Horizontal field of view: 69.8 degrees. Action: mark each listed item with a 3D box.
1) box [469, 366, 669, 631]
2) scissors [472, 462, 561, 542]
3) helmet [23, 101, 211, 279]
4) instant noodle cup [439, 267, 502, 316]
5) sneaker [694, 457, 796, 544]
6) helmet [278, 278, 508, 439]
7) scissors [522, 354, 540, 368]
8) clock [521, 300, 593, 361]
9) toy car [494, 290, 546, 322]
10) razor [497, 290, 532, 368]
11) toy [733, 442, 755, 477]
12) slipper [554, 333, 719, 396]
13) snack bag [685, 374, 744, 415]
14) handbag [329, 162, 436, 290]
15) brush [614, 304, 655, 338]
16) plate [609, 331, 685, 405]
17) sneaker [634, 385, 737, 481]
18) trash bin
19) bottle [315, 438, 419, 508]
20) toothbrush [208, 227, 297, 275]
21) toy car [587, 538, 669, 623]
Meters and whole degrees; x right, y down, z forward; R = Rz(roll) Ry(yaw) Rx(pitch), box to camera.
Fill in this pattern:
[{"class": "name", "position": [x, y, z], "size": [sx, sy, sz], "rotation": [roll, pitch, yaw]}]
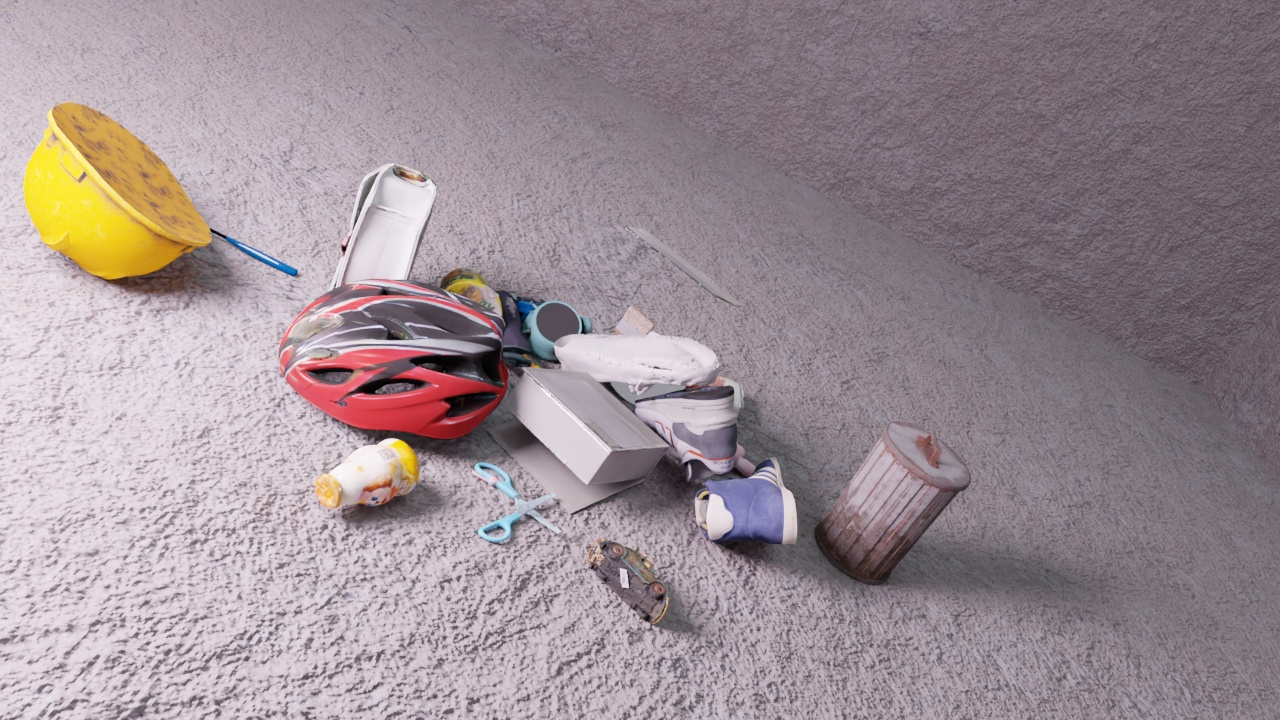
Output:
[{"class": "box", "position": [-0.135, 0.202, 1.244], "size": [0.169, 0.405, 0.171], "rotation": [41, 29, 23]}, {"class": "scissors", "position": [-0.153, 0.166, 1.058], "size": [0.135, 0.015, 0.135], "rotation": [29, 29, 19]}, {"class": "helmet", "position": [-0.631, -0.177, 1.072], "size": [0.255, 0.131, 0.205], "rotation": [47, 1, 43]}, {"class": "instant noodle cup", "position": [-0.252, -0.085, 1.322], "size": [0.102, 0.102, 0.108], "rotation": [17, 20, -22]}, {"class": "sneaker", "position": [0.131, 0.190, 1.224], "size": [0.118, 0.091, 0.233], "rotation": [-2, 10, 1]}, {"class": "helmet", "position": [-0.292, -0.009, 1.100], "size": [0.272, 0.167, 0.217], "rotation": [10, 27, -9]}, {"class": "scissors", "position": [-0.156, 0.015, 1.322], "size": [0.130, 0.013, 0.070], "rotation": [42, 28, 23]}, {"class": "clock", "position": [-0.117, -0.039, 1.377], "size": [0.124, 0.053, 0.089], "rotation": [23, 63, -12]}, {"class": "toy car", "position": [-0.181, -0.080, 1.419], "size": [0.120, 0.043, 0.056], "rotation": [11, 0, -26]}, {"class": "razor", "position": [-0.188, -0.046, 1.326], "size": [0.047, 0.052, 0.142], "rotation": [19, 42, -38]}, {"class": "toy", "position": [0.124, 0.134, 1.340], "size": [0.110, 0.047, 0.063], "rotation": [30, 12, -37]}, {"class": "slipper", "position": [-0.008, 0.008, 1.279], "size": [0.247, 0.075, 0.112], "rotation": [3, 38, 26]}, {"class": "snack bag", "position": [0.062, 0.024, 1.481], "size": [0.225, 0.041, 0.077], "rotation": [25, 27, -10]}, {"class": "handbag", "position": [-0.346, -0.151, 1.226], "size": [0.096, 0.199, 0.141], "rotation": [18, 28, -16]}, {"class": "brush", "position": [-0.033, -0.016, 1.343], "size": [0.045, 0.143, 0.008], "rotation": [41, 30, 6]}, {"class": "plate", "position": [0.008, 0.015, 1.418], "size": [0.134, 0.011, 0.134], "rotation": [9, 62, -17]}, {"class": "sneaker", "position": [0.064, 0.104, 1.264], "size": [0.088, 0.124, 0.240], "rotation": [-12, -1, -22]}, {"class": "trash bin", "position": [0.347, 0.191, 1.264], "size": [0.130, 0.212, 0.130], "rotation": [22, 28, -12]}, {"class": "bottle", "position": [-0.284, 0.121, 0.956], "size": [0.063, 0.063, 0.108], "rotation": [39, 29, 20]}, {"class": "toothbrush", "position": [-0.545, -0.156, 1.245], "size": [0.167, 0.014, 0.014], "rotation": [28, -7, -8]}, {"class": "toy car", "position": [-0.006, 0.240, 1.027], "size": [0.112, 0.047, 0.047], "rotation": [40, 34, 21]}]
